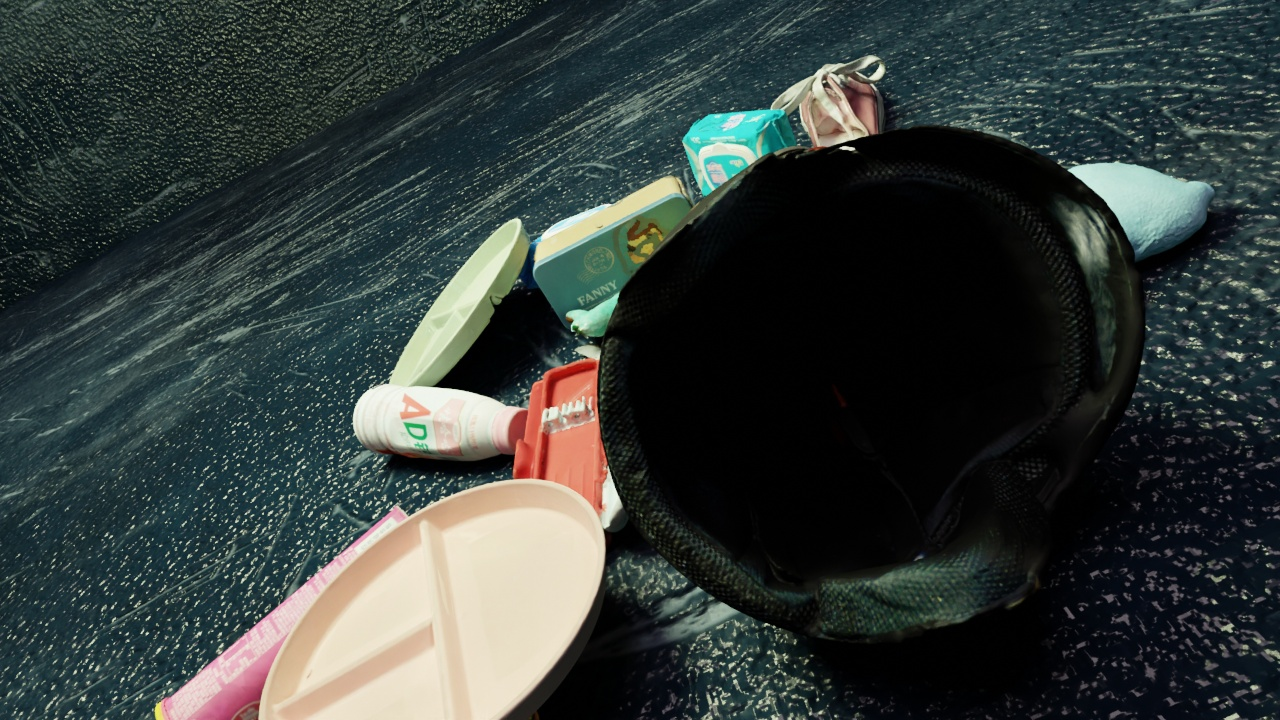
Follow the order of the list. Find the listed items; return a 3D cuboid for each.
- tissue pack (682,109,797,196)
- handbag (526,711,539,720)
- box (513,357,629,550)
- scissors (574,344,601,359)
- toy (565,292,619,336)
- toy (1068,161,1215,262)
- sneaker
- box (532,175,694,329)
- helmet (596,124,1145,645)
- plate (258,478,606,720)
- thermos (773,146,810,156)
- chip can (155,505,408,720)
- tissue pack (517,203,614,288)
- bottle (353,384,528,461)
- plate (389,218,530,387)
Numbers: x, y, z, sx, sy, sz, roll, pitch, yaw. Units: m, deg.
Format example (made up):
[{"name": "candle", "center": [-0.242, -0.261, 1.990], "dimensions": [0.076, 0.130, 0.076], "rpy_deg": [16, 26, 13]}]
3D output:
[{"name": "tissue pack", "center": [0.110, -0.204, 0.943], "dimensions": [0.050, 0.093, 0.134], "rpy_deg": [-41, 31, -26]}, {"name": "handbag", "center": [-0.133, 0.239, 0.519], "dimensions": [0.163, 0.063, 0.178], "rpy_deg": [-30, 25, -2]}, {"name": "box", "center": [-0.033, 0.054, 0.700], "dimensions": [0.160, 0.063, 0.200], "rpy_deg": [-38, 30, 27]}, {"name": "scissors", "center": [-0.008, 0.008, 0.805], "dimensions": [0.177, 0.019, 0.171], "rpy_deg": [-15, 34, 23]}, {"name": "toy", "center": [-0.030, -0.046, 0.880], "dimensions": [0.091, 0.030, 0.097], "rpy_deg": [-27, 20, -27]}, {"name": "toy", "center": [0.308, -0.087, 0.633], "dimensions": [0.162, 0.050, 0.156], "rpy_deg": [-3, 53, 21]}, {"name": "sneaker", "center": [0.204, -0.266, 0.956], "dimensions": [0.118, 0.088, 0.240], "rpy_deg": [-19, 33, 20]}, {"name": "box", "center": [-0.024, -0.105, 0.918], "dimensions": [0.184, 0.090, 0.063], "rpy_deg": [-29, 30, 8]}, {"name": "helmet", "center": [0.111, 0.007, 0.493], "dimensions": [0.275, 0.233, 0.230], "rpy_deg": [-32, 0, 1]}, {"name": "plate", "center": [-0.121, 0.159, 0.554], "dimensions": [0.230, 0.028, 0.229], "rpy_deg": [-22, 27, 12]}, {"name": "thermos", "center": [0.152, -0.124, 0.800], "dimensions": [0.093, 0.093, 0.143], "rpy_deg": [-31, 39, 0]}, {"name": "chip can", "center": [-0.236, 0.201, 0.667], "dimensions": [0.210, 0.071, 0.071], "rpy_deg": [-41, 32, -18]}, {"name": "tissue pack", "center": [-0.065, -0.130, 1.007], "dimensions": [0.157, 0.052, 0.094], "rpy_deg": [-17, 18, 21]}, {"name": "bottle", "center": [-0.177, 0.058, 0.834], "dimensions": [0.197, 0.068, 0.068], "rpy_deg": [1, 42, 37]}, {"name": "plate", "center": [-0.190, -0.052, 0.972], "dimensions": [0.231, 0.027, 0.229], "rpy_deg": [-43, 23, 23]}]
